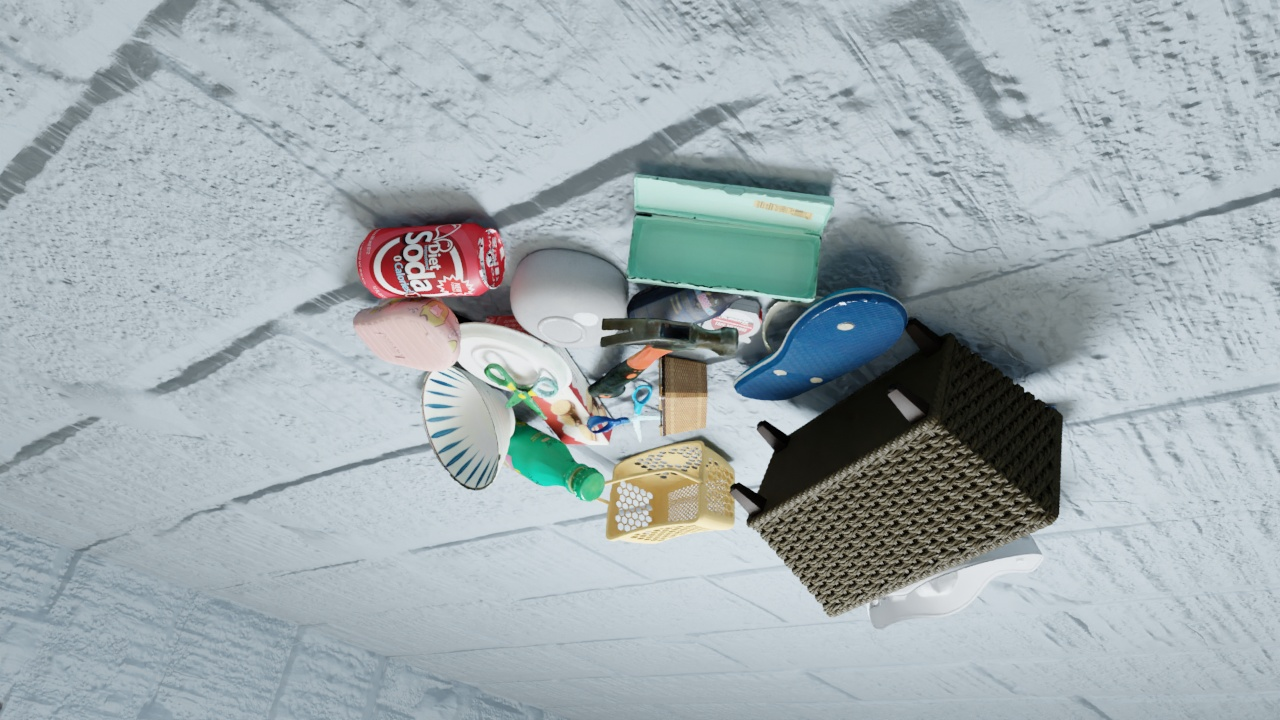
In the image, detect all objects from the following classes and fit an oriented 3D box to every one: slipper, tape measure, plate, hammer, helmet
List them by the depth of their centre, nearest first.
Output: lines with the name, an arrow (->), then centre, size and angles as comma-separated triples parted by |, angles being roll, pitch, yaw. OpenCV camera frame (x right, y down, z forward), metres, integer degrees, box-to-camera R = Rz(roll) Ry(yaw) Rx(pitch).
slipper -> 0.192, -0.023, 1.009 | 0.118, 0.060, 0.296 | 13, 156, -15
tape measure -> 0.103, -0.048, 1.024 | 0.060, 0.020, 0.062 | 13, 148, -7
slipper -> -0.255, -0.041, 1.051 | 0.198, 0.081, 0.093 | -3, 130, 51
hammer -> -0.006, 0.006, 1.055 | 0.133, 0.033, 0.334 | 6, 166, -13
plate -> -0.157, 0.002, 1.086 | 0.157, 0.014, 0.157 | 14, 152, 7
helmet -> 0.437, 0.293, 1.326 | 0.224, 0.183, 0.283 | -12, 170, -16

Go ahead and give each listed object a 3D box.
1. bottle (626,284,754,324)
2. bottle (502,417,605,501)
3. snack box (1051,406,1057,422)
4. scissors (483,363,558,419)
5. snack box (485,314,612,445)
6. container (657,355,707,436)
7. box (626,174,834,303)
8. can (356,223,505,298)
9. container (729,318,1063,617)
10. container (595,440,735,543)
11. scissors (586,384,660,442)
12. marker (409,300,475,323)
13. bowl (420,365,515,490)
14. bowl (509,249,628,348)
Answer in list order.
bottle -> 0.060, -0.068, 0.967 | 0.161, 0.056, 0.056 | -20, 139, 35
bottle -> -0.130, 0.138, 1.262 | 0.210, 0.068, 0.068 | 21, 164, 45
snack box -> 0.401, 0.097, 1.149 | 0.227, 0.059, 0.059 | -2, 150, 21
scissors -> -0.135, 0.039, 1.112 | 0.122, 0.012, 0.128 | 2, 148, 29
snack box -> -0.115, 0.033, 1.193 | 0.077, 0.044, 0.273 | -2, 148, 20
container -> 0.053, 0.045, 1.157 | 0.061, 0.063, 0.114 | -1, 149, 2
box -> 0.082, -0.113, 0.869 | 0.187, 0.078, 0.110 | 8, 156, 2
can -> -0.220, -0.104, 0.964 | 0.143, 0.074, 0.074 | -1, 148, 16
container -> 0.275, 0.120, 1.049 | 0.205, 0.175, 0.322 | 42, 132, -9
container -> 0.028, 0.190, 1.335 | 0.184, 0.129, 0.167 | -20, 146, 40
scissors -> -0.016, 0.077, 1.236 | 0.129, 0.014, 0.127 | -20, 144, -5
marker -> -0.236, -0.054, 1.107 | 0.134, 0.015, 0.018 | 23, 167, -22
bowl -> -0.220, 0.082, 1.248 | 0.070, 0.177, 0.178 | -20, 172, -41
bowl -> -0.081, -0.058, 1.014 | 0.132, 0.064, 0.132 | 7, 149, 4
